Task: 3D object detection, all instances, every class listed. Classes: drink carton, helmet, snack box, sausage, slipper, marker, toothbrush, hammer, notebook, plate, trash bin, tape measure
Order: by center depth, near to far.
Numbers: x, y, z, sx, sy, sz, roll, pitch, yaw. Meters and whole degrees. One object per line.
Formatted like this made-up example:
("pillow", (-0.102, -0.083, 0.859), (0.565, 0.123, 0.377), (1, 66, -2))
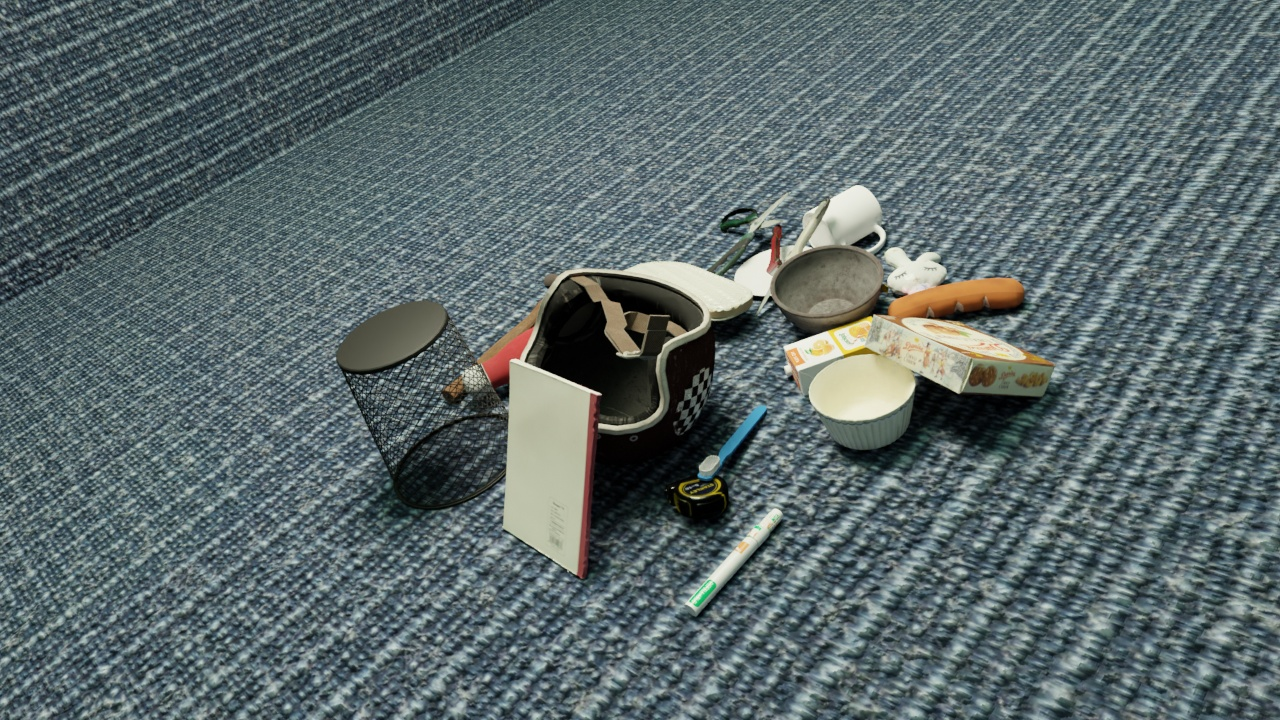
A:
("marker", (0.097, 0.203, 0.932), (0.017, 0.017, 0.145), (18, 49, 44))
("tape measure", (0.066, 0.150, 1.007), (0.061, 0.034, 0.061), (-16, 24, -19))
("notebook", (-0.102, 0.117, 1.008), (0.012, 0.209, 0.153), (-9, 21, -43))
("snack box", (0.351, -0.006, 1.014), (0.143, 0.041, 0.147), (3, 20, -32))
("toothbrush", (0.109, 0.090, 1.062), (0.016, 0.014, 0.166), (9, 31, 30))
("helmet", (-0.021, 0.001, 1.069), (0.233, 0.254, 0.233), (31, 31, 32))
("drink carton", (0.241, -0.005, 1.134), (0.122, 0.040, 0.058), (-19, 33, 1))
("sausage", (0.394, -0.075, 1.151), (0.164, 0.044, 0.039), (-11, -1, 14))
("trash bin", (-0.273, 0.050, 1.171), (0.184, 0.210, 0.183), (-14, 34, 9))
("slipper", (0.059, -0.096, 1.350), (0.114, 0.054, 0.273), (-34, 31, -27))
("plate", (0.206, -0.130, 1.359), (0.135, 0.011, 0.134), (-14, 34, 9))
("hammer", (-0.187, -0.044, 1.427), (0.115, 0.033, 0.322), (10, 44, 40))

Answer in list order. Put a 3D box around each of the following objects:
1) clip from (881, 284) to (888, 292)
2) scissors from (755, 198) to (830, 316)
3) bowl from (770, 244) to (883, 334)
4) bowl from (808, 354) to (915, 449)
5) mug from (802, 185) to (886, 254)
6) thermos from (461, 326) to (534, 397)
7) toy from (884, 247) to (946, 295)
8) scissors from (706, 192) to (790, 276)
("clip", (0.306, -0.106, 1.248), (0.054, 0.048, 0.046), (33, 101, 50))
("scissors", (0.212, -0.155, 1.309), (0.180, 0.015, 0.198), (-47, 22, 19))
("bowl", (0.248, -0.082, 1.209), (0.145, 0.067, 0.144), (-12, 41, 10))
("bowl", (0.251, 0.052, 1.026), (0.115, 0.062, 0.115), (-14, 34, 9))
("mug", (0.310, -0.195, 1.355), (0.090, 0.074, 0.110), (-30, 60, -15))
("thermos", (-0.143, -0.013, 1.319), (0.239, 0.073, 0.073), (-26, 34, -8))
("toy", (0.370, -0.115, 1.228), (0.079, 0.038, 0.122), (-5, 38, 8))
("scissors", (0.152, -0.198, 1.456), (0.201, 0.015, 0.205), (-44, 20, -4))
